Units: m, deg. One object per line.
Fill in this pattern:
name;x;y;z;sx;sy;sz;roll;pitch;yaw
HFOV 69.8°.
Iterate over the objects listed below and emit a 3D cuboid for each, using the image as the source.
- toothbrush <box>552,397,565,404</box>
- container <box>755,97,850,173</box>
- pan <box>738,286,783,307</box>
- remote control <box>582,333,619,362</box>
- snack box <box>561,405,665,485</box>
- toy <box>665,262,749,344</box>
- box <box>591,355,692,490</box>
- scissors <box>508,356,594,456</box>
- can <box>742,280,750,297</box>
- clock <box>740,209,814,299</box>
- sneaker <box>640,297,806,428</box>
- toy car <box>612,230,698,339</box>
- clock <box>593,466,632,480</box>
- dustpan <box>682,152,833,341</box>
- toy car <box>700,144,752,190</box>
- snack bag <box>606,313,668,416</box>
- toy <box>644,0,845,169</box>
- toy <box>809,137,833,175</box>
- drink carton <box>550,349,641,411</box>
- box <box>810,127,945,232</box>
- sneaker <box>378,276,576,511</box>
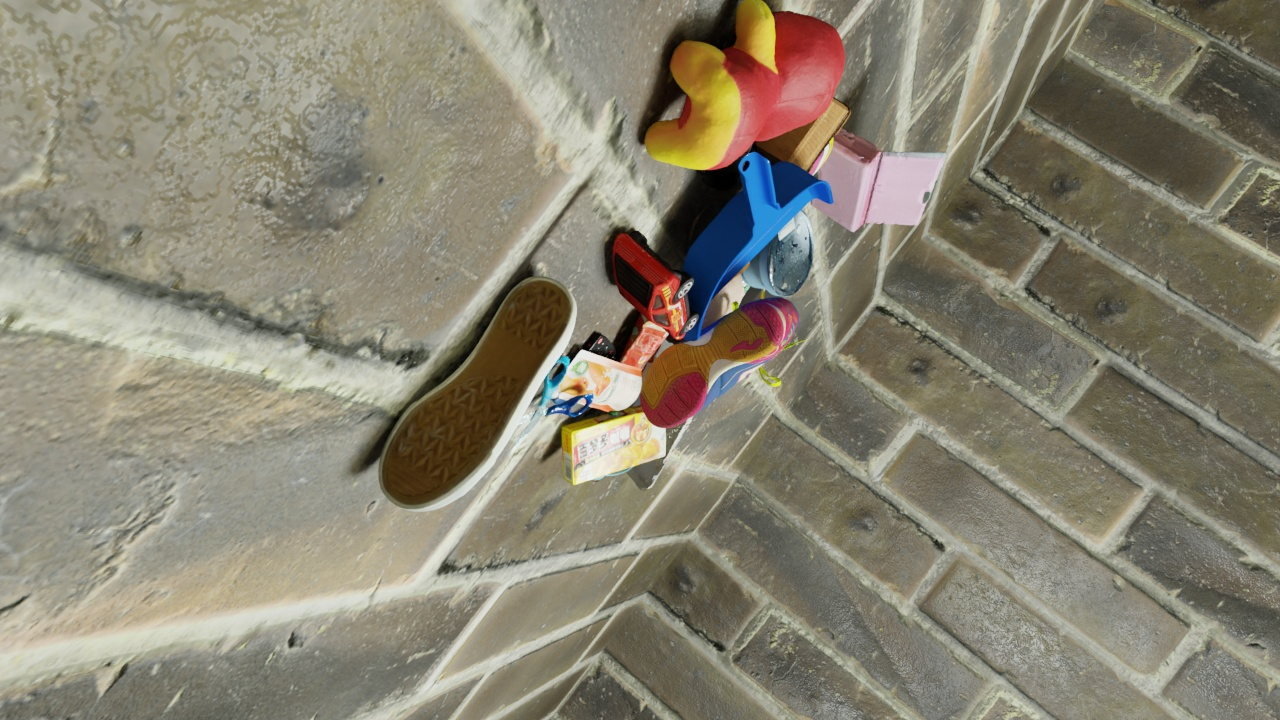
toothbrush;-0.071;0.040;1.110;0.021;0.016;0.132;-60;164;17
container;0.186;-0.271;1.075;0.114;0.063;0.061;-55;157;9
pan;0.137;-0.056;1.437;0.354;0.043;0.249;-38;159;-41
remote control;-0.046;-0.005;1.090;0.039;0.010;0.125;-51;165;-3
snack box;-0.033;0.106;1.199;0.152;0.025;0.075;-13;113;-34
toy;0.087;-0.082;1.184;0.132;0.076;0.176;-17;146;-37
box;-0.010;0.094;1.309;0.107;0.094;0.217;-3;136;-34
scissors;-0.102;0.060;1.009;0.132;0.015;0.110;-55;138;0
can;0.119;-0.101;1.268;0.101;0.053;0.053;-59;163;23
clock;0.174;-0.159;1.200;0.117;0.060;0.162;-40;128;-37
sneaker;0.102;0.007;1.147;0.242;0.116;0.090;-38;174;33
toy car;0.014;-0.074;0.976;0.056;0.081;0.189;-45;164;-5
clock;-0.046;0.129;1.268;0.087;0.042;0.123;-25;145;9
dustpan;0.120;-0.152;0.999;0.245;0.059;0.258;-45;154;-7
toy car;0.092;-0.219;0.955;0.092;0.042;0.036;110;0;-49
snack bag;-0.007;0.007;1.148;0.087;0.044;0.155;-23;144;-56
toy;0.104;-0.247;0.834;0.215;0.099;0.148;-33;164;-38
toy;0.214;-0.266;1.197;0.094;0.041;0.096;-38;163;-29
drink carton;-0.052;0.025;1.060;0.069;0.039;0.122;-52;146;13
box;0.331;-0.251;1.331;0.233;0.179;0.059;62;49;-72
sneaker;-0.133;0.035;0.806;0.235;0.087;0.079;-53;170;-8
